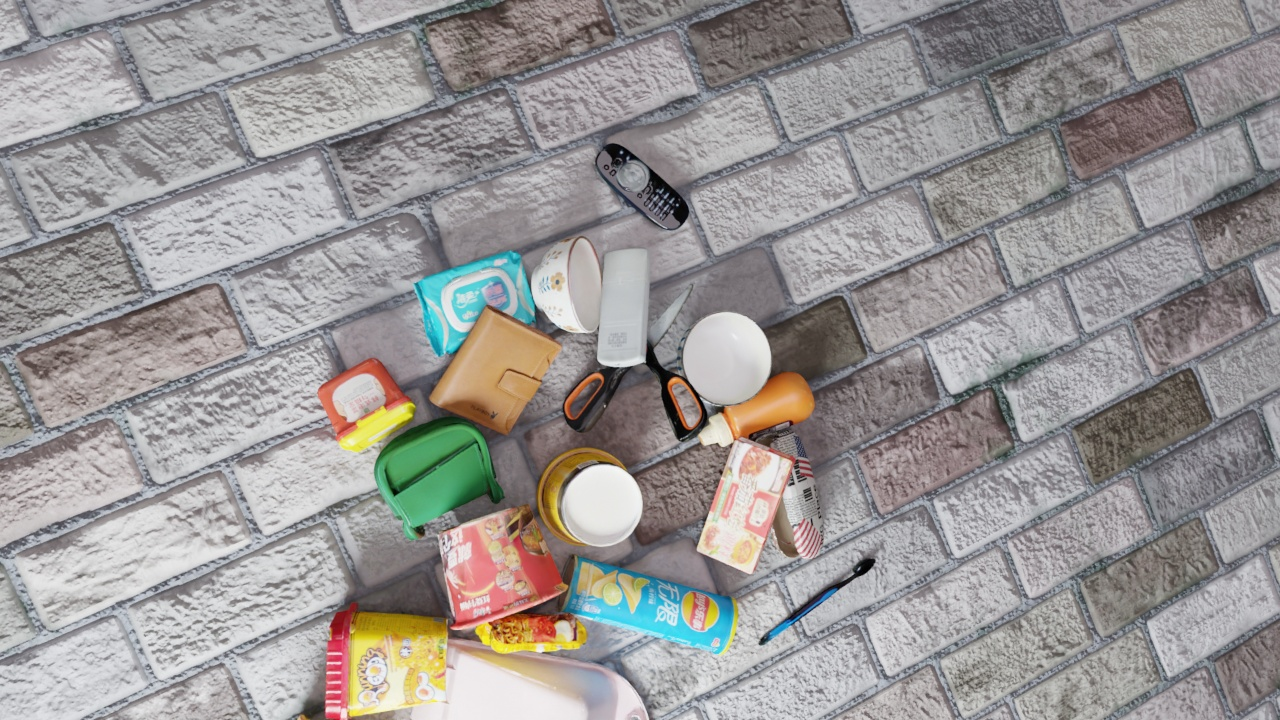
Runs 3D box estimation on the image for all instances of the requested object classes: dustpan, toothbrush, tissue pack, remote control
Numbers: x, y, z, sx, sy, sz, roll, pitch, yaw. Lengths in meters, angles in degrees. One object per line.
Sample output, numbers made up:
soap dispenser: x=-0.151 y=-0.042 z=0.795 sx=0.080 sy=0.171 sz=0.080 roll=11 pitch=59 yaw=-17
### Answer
dustpan: x=-0.134 y=0.457 z=1.093 sx=0.274 sy=0.138 sz=0.222 roll=11 pitch=86 yaw=15
toothbrush: x=0.228 y=0.310 z=1.184 sx=0.189 sy=0.016 sz=0.014 roll=-33 pitch=104 yaw=-10
tissue pack: x=-0.194 y=-0.067 z=1.078 sx=0.133 sy=0.050 sz=0.093 roll=-21 pitch=94 yaw=-13
remote control: x=-0.019 y=-0.065 z=1.106 sx=0.058 sy=0.021 sz=0.149 roll=-3 pitch=70 yaw=19
remote control: x=0.001 y=-0.214 z=1.144 sx=0.136 sy=0.024 sz=0.053 roll=40 pitch=81 yaw=-8

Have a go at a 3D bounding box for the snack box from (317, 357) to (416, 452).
snack box: x=-0.310 y=0.049 z=1.033 sx=0.091 sy=0.082 sz=0.080 roll=-31 pitch=85 yaw=-14

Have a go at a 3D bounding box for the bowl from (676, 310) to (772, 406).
bowl: x=0.097 y=-0.001 z=1.136 sx=0.116 sy=0.066 sz=0.116 roll=1 pitch=87 yaw=-14

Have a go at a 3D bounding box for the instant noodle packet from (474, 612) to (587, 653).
instant noodle packet: x=-0.126 y=0.306 z=1.039 sx=0.110 sy=0.129 sz=0.044 roll=6 pitch=74 yaw=-15

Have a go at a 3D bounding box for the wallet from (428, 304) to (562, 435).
wallet: x=-0.167 y=0.013 z=1.066 sx=0.107 sy=0.031 sz=0.132 roll=28 pitch=102 yaw=-29

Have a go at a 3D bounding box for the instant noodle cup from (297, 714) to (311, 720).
instant noodle cup: x=-0.326 y=0.460 z=0.988 sx=0.109 sy=0.138 sz=0.138 roll=14 pitch=84 yaw=-20

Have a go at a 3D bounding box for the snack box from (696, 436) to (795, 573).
snack box: x=0.128 y=0.176 z=1.121 sx=0.075 sy=0.025 sz=0.153 roll=21 pitch=102 yaw=16

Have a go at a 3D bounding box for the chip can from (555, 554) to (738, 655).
chip can: x=0.008 y=0.293 z=1.101 sx=0.210 sy=0.071 sz=0.071 roll=19 pitch=83 yaw=-11

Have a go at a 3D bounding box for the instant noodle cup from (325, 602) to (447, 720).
instant noodle cup: x=-0.275 y=0.330 z=1.008 sx=0.123 sy=0.116 sz=0.116 roll=1 pitch=87 yaw=-12

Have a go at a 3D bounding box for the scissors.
scissors: x=-0.003 y=0.008 z=1.101 sx=0.221 sy=0.021 sz=0.233 roll=-36 pitch=66 yaw=8

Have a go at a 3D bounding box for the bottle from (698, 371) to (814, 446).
bottle: x=0.141 y=0.068 z=1.149 sx=0.149 sy=0.067 sz=0.067 roll=-24 pitch=93 yaw=-5

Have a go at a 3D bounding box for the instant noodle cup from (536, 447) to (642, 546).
instant noodle cup: x=-0.056 y=0.163 z=1.069 sx=0.118 sy=0.114 sz=0.118 roll=1 pitch=87 yaw=-13

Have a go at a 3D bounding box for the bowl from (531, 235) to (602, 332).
bowl: x=-0.090 y=-0.087 z=1.085 sx=0.062 sy=0.113 sz=0.113 roll=-4 pitch=88 yaw=19

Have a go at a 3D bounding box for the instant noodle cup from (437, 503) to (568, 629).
instant noodle cup: x=-0.164 y=0.229 z=1.036 sx=0.137 sy=0.138 sz=0.108 roll=-17 pitch=84 yaw=-14

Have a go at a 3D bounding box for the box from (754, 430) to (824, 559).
box: x=0.196 y=0.167 z=1.146 sx=0.075 sy=0.082 sz=0.163 roll=-13 pitch=88 yaw=-19

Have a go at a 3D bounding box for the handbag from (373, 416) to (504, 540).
handbag: x=-0.234 y=0.133 z=1.057 sx=0.131 sy=0.068 sz=0.120 roll=-24 pitch=101 yaw=-14
